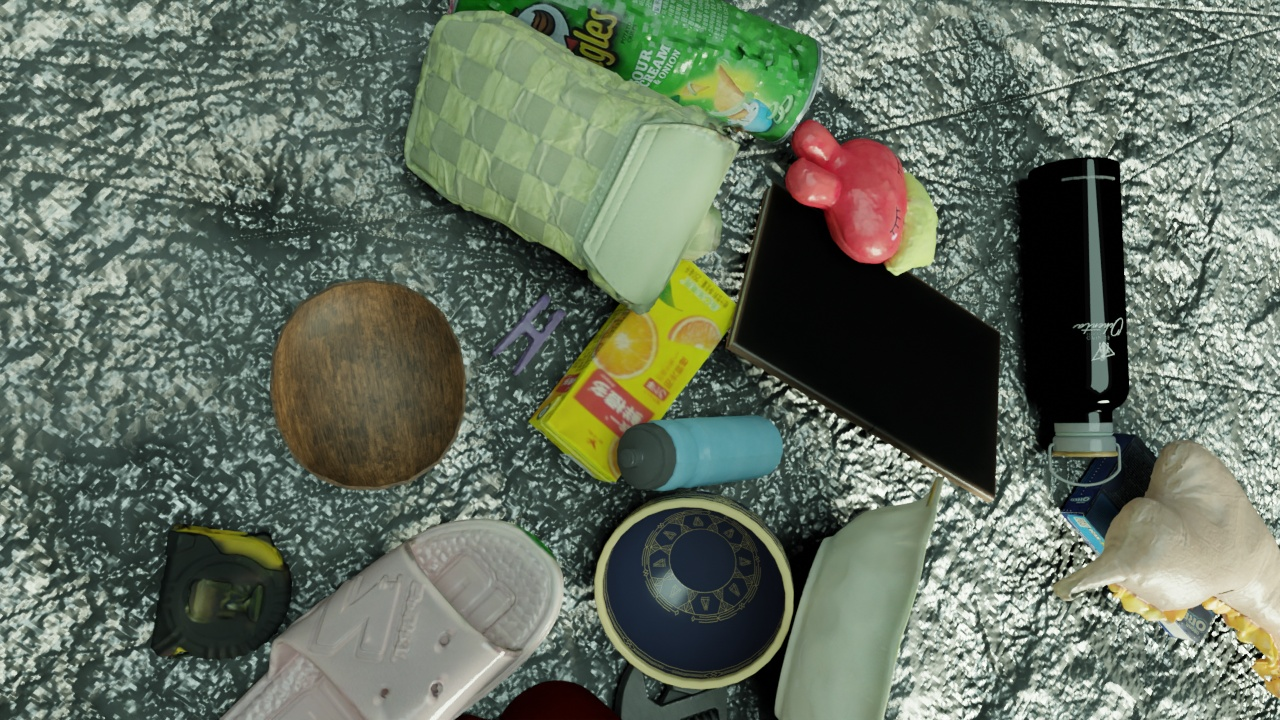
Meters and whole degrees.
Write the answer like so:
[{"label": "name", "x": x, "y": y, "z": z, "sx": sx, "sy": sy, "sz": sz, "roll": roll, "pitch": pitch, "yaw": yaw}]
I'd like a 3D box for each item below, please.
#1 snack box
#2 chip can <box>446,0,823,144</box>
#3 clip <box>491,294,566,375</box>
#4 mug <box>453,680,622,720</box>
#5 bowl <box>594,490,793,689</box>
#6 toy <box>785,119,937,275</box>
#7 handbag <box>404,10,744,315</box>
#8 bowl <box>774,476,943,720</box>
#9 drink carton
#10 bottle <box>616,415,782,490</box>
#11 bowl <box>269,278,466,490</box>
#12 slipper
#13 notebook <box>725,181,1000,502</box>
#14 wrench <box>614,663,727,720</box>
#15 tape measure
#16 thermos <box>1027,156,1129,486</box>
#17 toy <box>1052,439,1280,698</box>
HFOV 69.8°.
[{"label": "snack box", "x": 0.391, "y": 0.136, "z": 0.700, "sx": 0.150, "sy": 0.027, "sz": 0.082, "roll": 46, "pitch": 73, "yaw": -11}, {"label": "chip can", "x": 0.000, "y": -0.198, "z": 0.552, "sx": 0.223, "sy": 0.075, "sz": 0.075, "roll": 15, "pitch": 81, "yaw": -19}, {"label": "clip", "x": -0.068, "y": -0.018, "z": 0.547, "sx": 0.053, "sy": 0.013, "sz": 0.036, "roll": -38, "pitch": 100, "yaw": -21}, {"label": "mug", "x": -0.052, "y": 0.217, "z": 0.499, "sx": 0.105, "sy": 0.083, "sz": 0.073, "roll": 25, "pitch": 78, "yaw": -17}, {"label": "bowl", "x": 0.034, "y": 0.127, "z": 0.543, "sx": 0.112, "sy": 0.061, "sz": 0.112, "roll": 2, "pitch": 100, "yaw": 10}, {"label": "toy", "x": 0.149, "y": -0.109, "z": 0.609, "sx": 0.135, "sy": 0.045, "sz": 0.091, "roll": 28, "pitch": 58, "yaw": -26}, {"label": "handbag", "x": -0.036, "y": -0.116, "z": 0.518, "sx": 0.186, "sy": 0.116, "sz": 0.113, "roll": 30, "pitch": 104, "yaw": 7}, {"label": "bowl", "x": 0.123, "y": 0.166, "z": 0.542, "sx": 0.060, "sy": 0.188, "sz": 0.219, "roll": 16, "pitch": 74, "yaw": 18}, {"label": "drink carton", "x": -0.003, "y": 0.003, "z": 0.553, "sx": 0.058, "sy": 0.043, "sz": 0.134, "roll": 42, "pitch": 72, "yaw": -15}, {"label": "bottle", "x": 0.034, "y": 0.053, "z": 0.536, "sx": 0.129, "sy": 0.040, "sz": 0.040, "roll": 2, "pitch": 85, "yaw": -49}, {"label": "bowl", "x": -0.149, "y": 0.014, "z": 0.506, "sx": 0.101, "sy": 0.026, "sz": 0.114, "roll": -3, "pitch": 88, "yaw": -21}, {"label": "slipper", "x": -0.145, "y": 0.167, "z": 0.465, "sx": 0.239, "sy": 0.064, "sz": 0.094, "roll": -41, "pitch": 79, "yaw": -14}, {"label": "notebook", "x": 0.156, "y": -0.013, "z": 0.602, "sx": 0.209, "sy": 0.008, "sz": 0.141, "roll": 30, "pitch": 53, "yaw": -16}, {"label": "wrench", "x": 0.066, "y": 0.296, "z": 0.574, "sx": 0.073, "sy": 0.018, "sz": 0.273, "roll": -32, "pitch": 99, "yaw": -20}, {"label": "tape measure", "x": -0.212, "y": 0.121, "z": 0.470, "sx": 0.062, "sy": 0.038, "sz": 0.067, "roll": 10, "pitch": 82, "yaw": -20}, {"label": "thermos", "x": 0.318, "y": -0.026, "z": 0.664, "sx": 0.061, "sy": 0.061, "sz": 0.231, "roll": 1, "pitch": 86, "yaw": -21}, {"label": "toy", "x": 0.421, "y": 0.182, "z": 0.666, "sx": 0.196, "sy": 0.065, "sz": 0.264, "roll": -41, "pitch": 107, "yaw": -9}]
